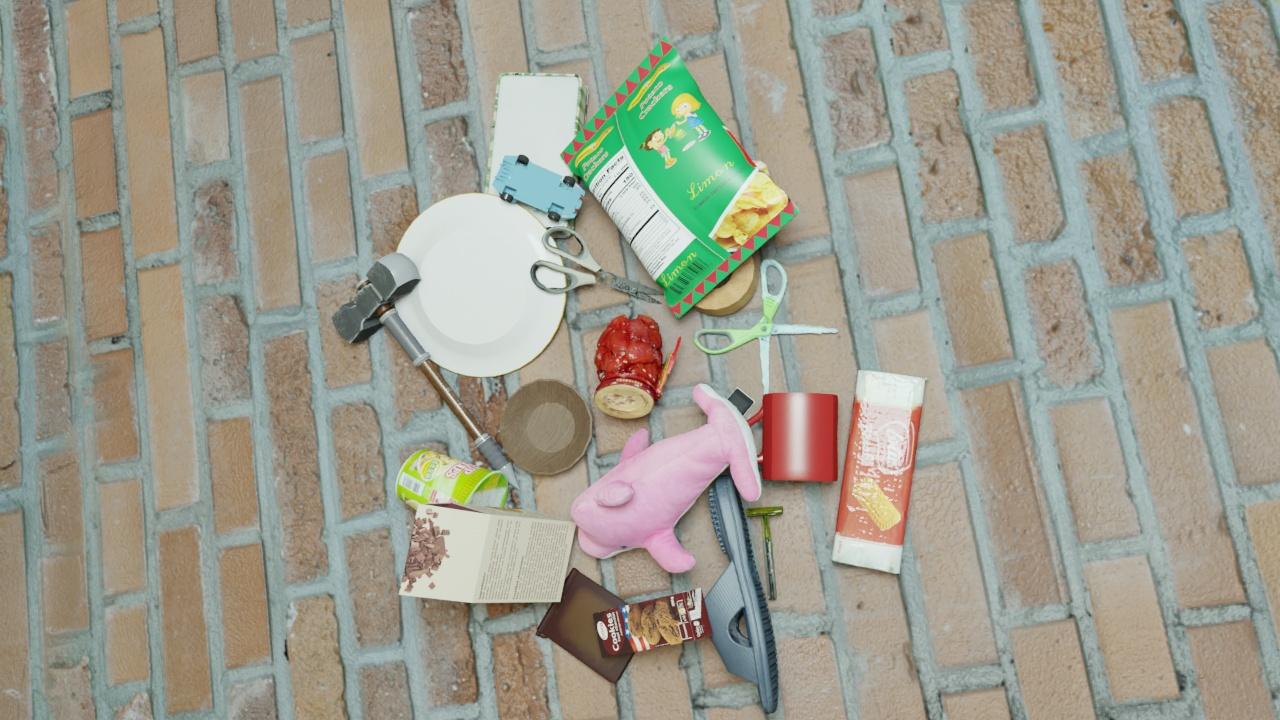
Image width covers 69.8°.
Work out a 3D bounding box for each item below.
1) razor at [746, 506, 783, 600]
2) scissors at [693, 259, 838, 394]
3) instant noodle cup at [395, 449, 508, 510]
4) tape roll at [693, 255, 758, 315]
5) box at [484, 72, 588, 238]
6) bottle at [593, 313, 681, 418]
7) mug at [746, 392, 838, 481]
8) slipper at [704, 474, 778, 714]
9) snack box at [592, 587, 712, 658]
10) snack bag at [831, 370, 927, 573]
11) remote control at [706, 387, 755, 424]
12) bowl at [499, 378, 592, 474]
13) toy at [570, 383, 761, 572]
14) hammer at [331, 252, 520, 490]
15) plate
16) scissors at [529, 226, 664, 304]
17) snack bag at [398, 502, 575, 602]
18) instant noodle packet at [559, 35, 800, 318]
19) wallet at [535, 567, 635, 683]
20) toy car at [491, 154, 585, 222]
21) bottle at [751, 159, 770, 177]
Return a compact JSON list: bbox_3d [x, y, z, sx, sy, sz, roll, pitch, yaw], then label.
[{"bbox_3d":[0.148,0.222,1.058,0.042,0.026,0.106,-5,86,8],"label":"razor"},{"bbox_3d":[0.148,-0.037,1.093,0.171,0.021,0.172,-2,78,9],"label":"scissors"},{"bbox_3d":[-0.231,0.158,1.108,0.108,0.099,0.099,23,88,21],"label":"instant noodle cup"},{"bbox_3d":[0.092,-0.102,1.098,0.094,0.027,0.094,-4,76,17],"label":"tape roll"},{"bbox_3d":[-0.131,-0.258,1.159,0.118,0.050,0.205,3,85,8],"label":"box"},{"bbox_3d":[-0.006,0.006,1.080,0.099,0.099,0.111,-2,54,11],"label":"bottle"},{"bbox_3d":[0.164,0.087,1.038,0.116,0.080,0.096,1,83,4],"label":"mug"},{"bbox_3d":[0.095,0.262,1.025,0.082,0.101,0.263,-13,77,8],"label":"slipper"},{"bbox_3d":[0.011,0.292,1.019,0.141,0.031,0.051,-25,72,38],"label":"snack box"},{"bbox_3d":[0.270,0.123,1.037,0.077,0.041,0.225,8,86,14],"label":"snack bag"},{"bbox_3d":[0.086,0.088,1.091,0.028,0.012,0.124,40,92,13],"label":"remote control"},{"bbox_3d":[-0.112,0.081,1.121,0.118,0.030,0.117,-1,83,11],"label":"bowl"},{"bbox_3d":[0.007,0.141,1.018,0.266,0.127,0.186,-40,54,25],"label":"toy"},{"bbox_3d":[-0.248,0.030,1.137,0.156,0.042,0.322,-40,86,35],"label":"hammer"},{"bbox_3d":[-0.205,-0.091,1.135,0.230,0.021,0.230,2,99,11],"label":"plate"},{"bbox_3d":[-0.049,-0.114,1.113,0.169,0.012,0.132,-10,96,-5],"label":"scissors"},{"bbox_3d":[-0.175,0.214,1.023,0.070,0.206,0.094,7,83,40],"label":"snack bag"},{"bbox_3d":[0.036,-0.206,1.053,0.196,0.090,0.252,-41,79,31],"label":"instant noodle packet"},{"bbox_3d":[-0.056,0.316,1.091,0.115,0.018,0.091,30,89,16],"label":"wallet"},{"bbox_3d":[-0.123,-0.206,1.112,0.107,0.027,0.060,23,81,-5],"label":"toy car"},{"bbox_3d":[0.099,-0.226,1.100,0.108,0.063,0.063,29,89,12],"label":"bottle"}]
